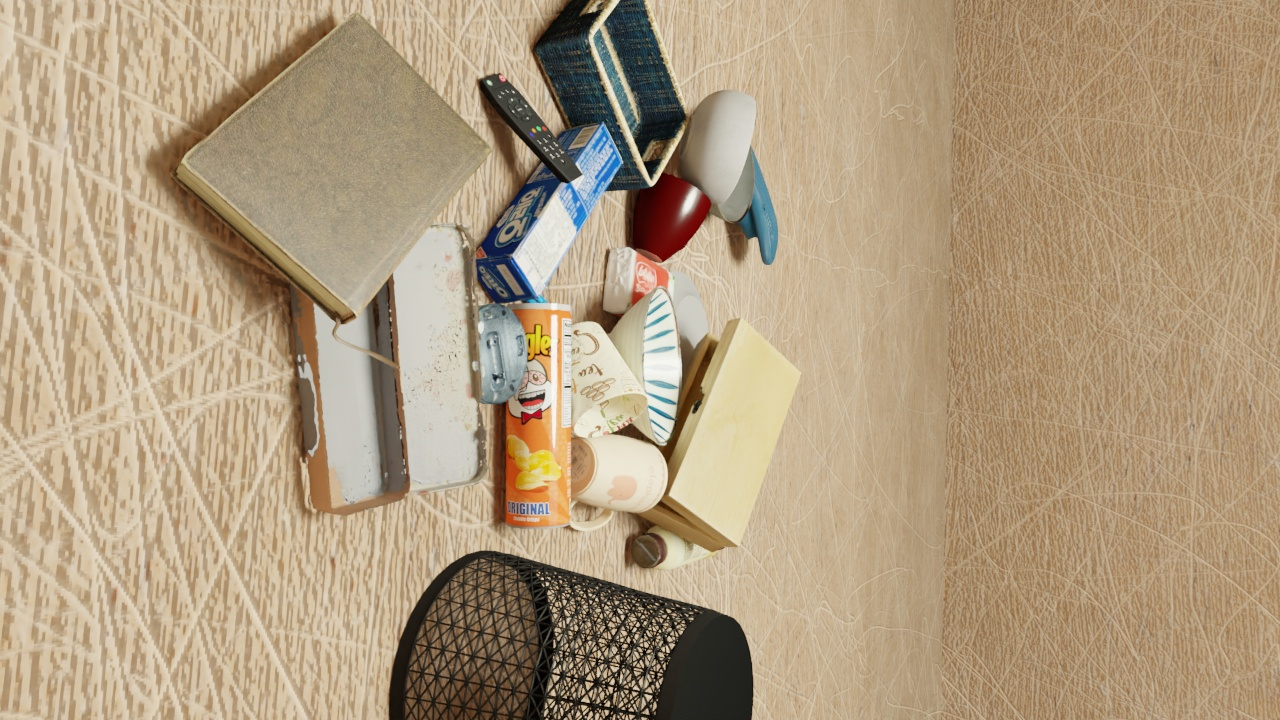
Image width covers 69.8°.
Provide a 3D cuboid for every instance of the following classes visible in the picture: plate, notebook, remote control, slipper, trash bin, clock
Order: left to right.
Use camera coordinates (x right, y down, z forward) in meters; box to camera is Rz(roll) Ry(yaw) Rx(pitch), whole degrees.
[{"bbox_3d":[-0.197,-0.128,0.668,0.190,0.035,0.214,46,46,-20],"label":"notebook"},{"bbox_3d":[-0.151,-0.002,0.801,0.124,0.052,0.089,-27,114,-57],"label":"clock"},{"bbox_3d":[-0.103,-0.218,0.869,0.124,0.010,0.039,50,38,-4],"label":"remote control"},{"bbox_3d":[-0.047,0.285,0.788,0.216,0.244,0.217,1,89,-61],"label":"trash bin"},{"bbox_3d":[0.059,-0.032,1.209,0.172,0.019,0.173,1,89,-61],"label":"plate"},{"bbox_3d":[0.157,-0.242,1.350,0.103,0.059,0.213,-24,97,-68],"label":"slipper"}]

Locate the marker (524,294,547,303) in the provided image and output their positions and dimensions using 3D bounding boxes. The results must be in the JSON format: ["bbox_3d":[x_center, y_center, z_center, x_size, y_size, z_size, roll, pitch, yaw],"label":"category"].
[{"bbox_3d":[-0.094,-0.046,0.940,0.123,0.015,0.018,55,44,-48],"label":"marker"}]

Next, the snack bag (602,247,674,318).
[{"bbox_3d":[0.000,-0.081,1.086,0.115,0.036,0.077,23,71,-59],"label":"snack bag"}]

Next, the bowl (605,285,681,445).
[{"bbox_3d":[-0.006,0.006,1.025,0.177,0.071,0.177,0,89,-75],"label":"bowl"}]

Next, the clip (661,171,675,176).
[{"bbox_3d":[0.034,-0.210,1.167,0.038,0.022,0.059,8,89,-63],"label":"clip"}]

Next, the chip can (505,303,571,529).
[{"bbox_3d":[-0.098,0.052,0.883,0.062,0.062,0.210,1,89,-61],"label":"chip can"}]

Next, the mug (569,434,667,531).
[{"bbox_3d":[-0.042,0.131,0.978,0.104,0.085,0.111,19,102,-49],"label":"mug"}]

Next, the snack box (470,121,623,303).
[{"bbox_3d":[-0.088,-0.151,0.909,0.059,0.059,0.225,61,39,-36],"label":"snack box"}]

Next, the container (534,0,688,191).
[{"bbox_3d":[-0.026,-0.300,1.004,0.187,0.071,0.145,64,38,-38],"label":"container"}]

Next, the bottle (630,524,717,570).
[{"bbox_3d":[0.044,0.229,1.144,0.161,0.057,0.056,7,84,-60],"label":"bottle"}]

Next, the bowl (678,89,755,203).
[{"bbox_3d":[0.084,-0.260,1.100,0.132,0.064,0.132,-168,-89,-80],"label":"bowl"}]

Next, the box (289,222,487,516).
[{"bbox_3d":[-0.187,0.002,0.713,0.153,0.058,0.216,-10,99,-47],"label":"box"}]

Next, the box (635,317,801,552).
[{"bbox_3d":[0.102,0.088,1.103,0.248,0.140,0.123,-64,-177,-27],"label":"box"}]

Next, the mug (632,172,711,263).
[{"bbox_3d":[0.033,-0.161,1.110,0.088,0.087,0.114,-65,152,-7],"label":"mug"}]

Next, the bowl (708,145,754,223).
[{"bbox_3d":[0.100,-0.261,1.246,0.150,0.057,0.150,-1,91,-60],"label":"bowl"}]

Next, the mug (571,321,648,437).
[{"bbox_3d":[-0.047,0.025,0.951,0.122,0.081,0.097,84,-18,-63],"label":"mug"}]
